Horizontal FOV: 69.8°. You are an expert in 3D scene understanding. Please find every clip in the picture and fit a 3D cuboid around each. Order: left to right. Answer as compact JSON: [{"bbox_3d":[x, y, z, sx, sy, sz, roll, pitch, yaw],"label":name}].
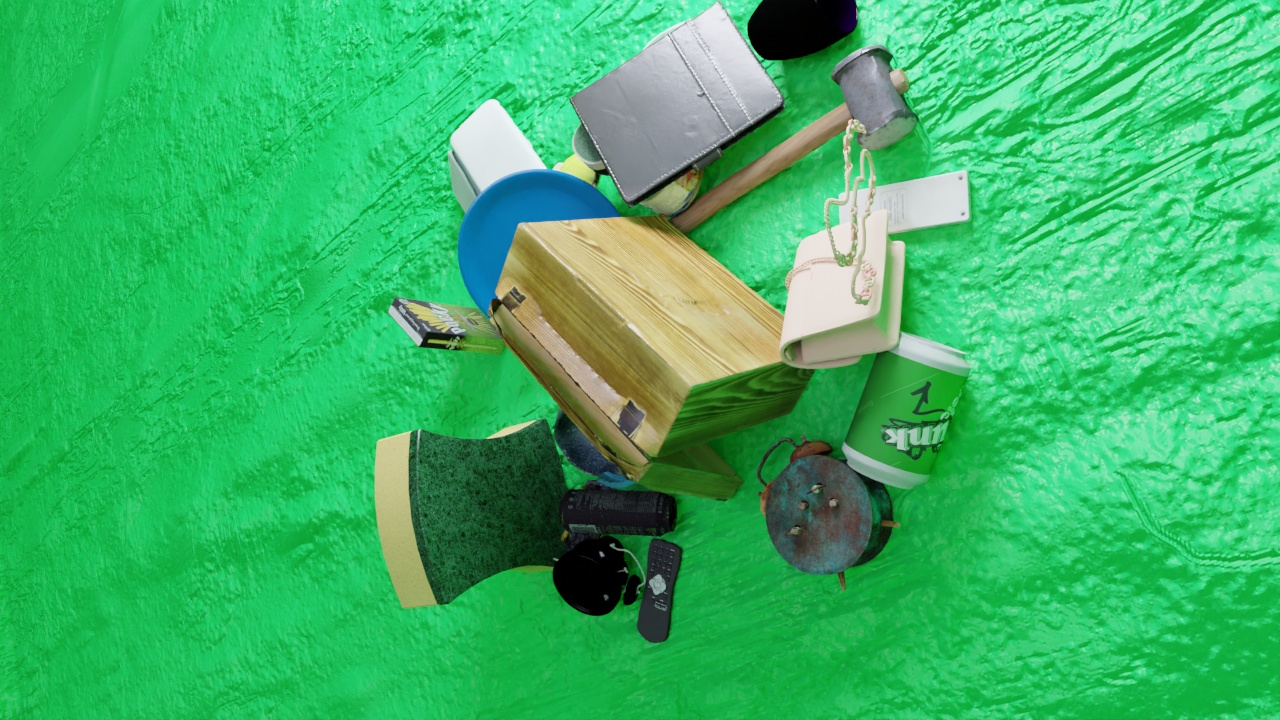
[{"bbox_3d":[-0.008,0.128,1.082,0.119,0.033,0.121,-37,95,31],"label":"clip"}]

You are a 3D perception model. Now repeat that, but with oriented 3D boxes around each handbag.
[{"bbox_3d":[0.173,-0.113,0.892,0.117,0.187,0.198,-12,43,32],"label":"handbag"}]

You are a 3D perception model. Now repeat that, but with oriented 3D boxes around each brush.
[{"bbox_3d":[-0.196,0.179,1.119,0.075,0.249,0.195,-15,82,34],"label":"brush"}]

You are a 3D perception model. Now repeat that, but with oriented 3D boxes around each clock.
[{"bbox_3d":[-0.048,0.260,1.114,0.121,0.042,0.091,-20,104,33],"label":"clock"},{"bbox_3d":[0.181,0.148,0.955,0.157,0.073,0.121,45,113,30],"label":"clock"}]

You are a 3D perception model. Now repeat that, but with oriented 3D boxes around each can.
[{"bbox_3d":[-0.028,0.181,1.096,0.138,0.054,0.054,-1,86,16],"label":"can"},{"bbox_3d":[0.031,-0.217,1.090,0.086,0.043,0.086,-29,51,42],"label":"can"},{"bbox_3d":[0.258,0.048,0.895,0.088,0.087,0.140,25,101,35],"label":"can"}]

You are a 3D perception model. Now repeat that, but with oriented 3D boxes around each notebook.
[{"bbox_3d":[0.040,-0.290,1.043,0.209,0.029,0.169,-31,72,13],"label":"notebook"}]

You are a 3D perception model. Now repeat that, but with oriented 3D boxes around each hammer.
[{"bbox_3d":[0.150,-0.222,1.022,0.329,0.052,0.098,-28,71,35],"label":"hammer"}]

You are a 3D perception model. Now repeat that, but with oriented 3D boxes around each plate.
[{"bbox_3d":[-0.119,-0.131,1.161,0.224,0.024,0.225,3,112,7],"label":"plate"}]

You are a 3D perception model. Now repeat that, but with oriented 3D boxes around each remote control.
[{"bbox_3d":[0.021,0.278,1.102,0.046,0.009,0.124,11,94,36],"label":"remote control"},{"bbox_3d":[0.271,-0.158,0.946,0.136,0.011,0.050,-5,84,36],"label":"remote control"}]

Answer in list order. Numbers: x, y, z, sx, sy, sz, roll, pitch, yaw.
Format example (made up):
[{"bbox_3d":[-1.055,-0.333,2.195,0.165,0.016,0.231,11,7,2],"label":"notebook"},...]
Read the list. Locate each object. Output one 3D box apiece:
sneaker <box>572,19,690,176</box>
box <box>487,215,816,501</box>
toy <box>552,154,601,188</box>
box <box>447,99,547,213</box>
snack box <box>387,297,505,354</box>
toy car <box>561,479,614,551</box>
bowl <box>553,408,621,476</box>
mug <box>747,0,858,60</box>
[{"bbox_3d":[0.022,-0.316,1.109,0.235,0.079,0.084,-42,72,8],"label":"sneaker"},{"bbox_3d":[-0.010,0.007,0.993,0.279,0.258,0.221,45,124,28],"label":"box"},{"bbox_3d":[-0.095,-0.222,1.198,0.115,0.046,0.092,4,90,43],"label":"toy"},{"bbox_3d":[-0.201,-0.232,1.242,0.186,0.084,0.210,-52,55,32],"label":"box"},{"bbox_3d":[-0.258,-0.046,1.241,0.080,0.147,0.025,42,111,30],"label":"snack box"},{"bbox_3d":[-0.063,0.199,1.153,0.049,0.030,0.107,24,100,18],"label":"toy car"},{"bbox_3d":[-0.048,0.085,1.127,0.110,0.055,0.110,11,119,20],"label":"bowl"},{"bbox_3d":[0.174,-0.384,0.998,0.100,0.085,0.118,-16,47,45],"label":"mug"}]
